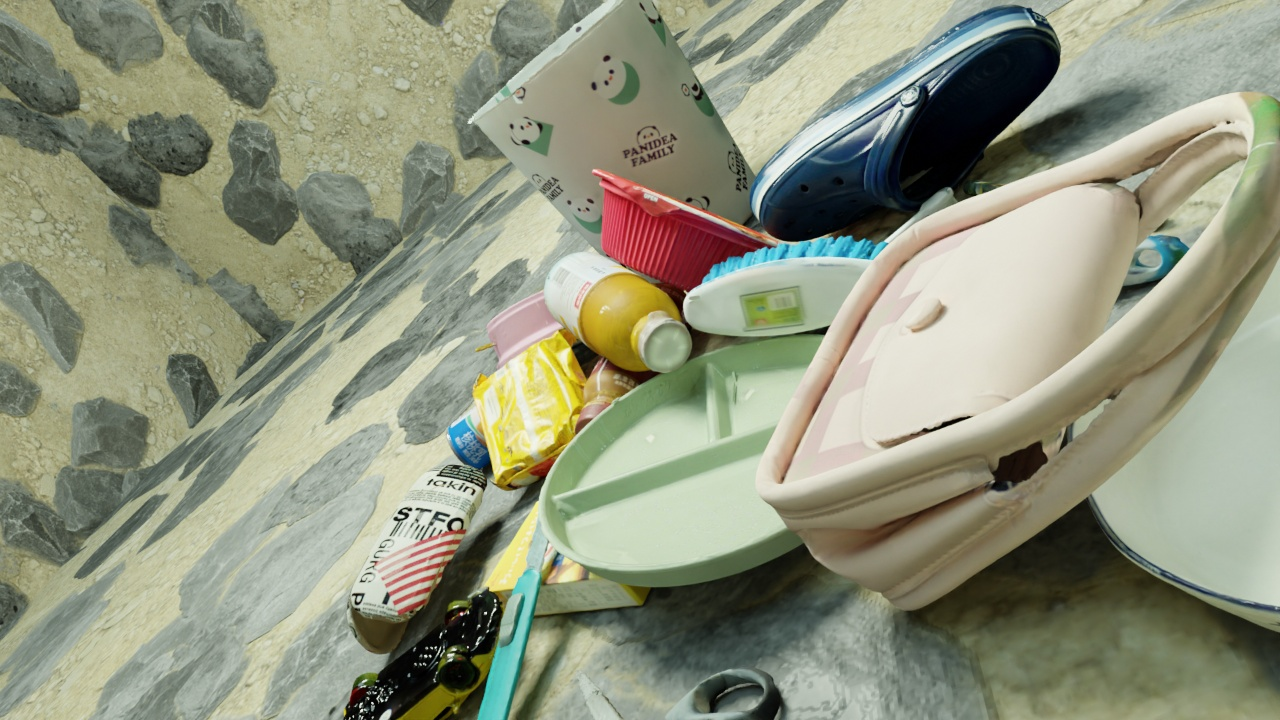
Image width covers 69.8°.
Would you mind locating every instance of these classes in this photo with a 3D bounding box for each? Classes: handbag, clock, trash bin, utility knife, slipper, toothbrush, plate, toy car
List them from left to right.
[{"bbox_3d":[-0.142,0.212,0.598,0.156,0.041,0.071,-41,20,7],"label":"toy car"},{"bbox_3d":[-0.078,0.164,0.561,0.029,0.013,0.221,-21,41,37],"label":"utility knife"},{"bbox_3d":[-0.081,-0.038,0.922,0.158,0.060,0.117,-26,-5,8],"label":"clock"},{"bbox_3d":[-0.015,-0.227,0.977,0.230,0.252,0.229,-34,21,15],"label":"trash bin"},{"bbox_3d":[0.047,0.054,0.556,0.230,0.027,0.229,-22,24,10],"label":"plate"},{"bbox_3d":[0.162,-0.064,0.683,0.180,0.016,0.016,-40,23,5],"label":"toothbrush"},{"bbox_3d":[0.203,-0.157,0.698,0.254,0.105,0.095,-34,48,31],"label":"slipper"},{"bbox_3d":[0.158,-0.013,0.372,0.192,0.093,0.235,-55,3,-30],"label":"handbag"},{"bbox_3d":[0.261,-0.104,0.589,0.012,0.017,0.186,-51,20,4],"label":"toothbrush"},{"bbox_3d":[0.259,0.015,0.313,0.205,0.045,0.204,-33,22,15],"label":"plate"}]

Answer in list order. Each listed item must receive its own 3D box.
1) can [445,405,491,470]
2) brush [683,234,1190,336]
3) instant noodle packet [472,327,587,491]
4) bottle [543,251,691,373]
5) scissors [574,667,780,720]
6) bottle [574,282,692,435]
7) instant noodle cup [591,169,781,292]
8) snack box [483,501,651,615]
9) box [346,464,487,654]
[{"bbox_3d":[-0.118,0.047,0.876,0.135,0.053,0.053,-36,21,10],"label":"can"},{"bbox_3d":[0.165,-0.052,0.582,0.315,0.060,0.109,-7,14,30],"label":"brush"},{"bbox_3d":[-0.090,0.041,0.799,0.111,0.044,0.128,-30,50,13],"label":"instant noodle packet"},{"bbox_3d":[-0.018,-0.036,0.703,0.068,0.068,0.189,-42,29,-6],"label":"bottle"},{"bbox_3d":[-0.005,0.194,0.449,0.181,0.014,0.159,-34,19,21],"label":"scissors"},{"bbox_3d":[-0.005,0.004,0.763,0.058,0.057,0.174,-23,27,38],"label":"bottle"},{"bbox_3d":[0.038,-0.099,0.777,0.066,0.193,0.194,-67,18,10],"label":"instant noodle cup"},{"bbox_3d":[-0.037,0.125,0.613,0.141,0.034,0.086,-22,27,43],"label":"snack box"},{"bbox_3d":[-0.178,0.159,0.742,0.076,0.088,0.162,8,40,9],"label":"box"}]
